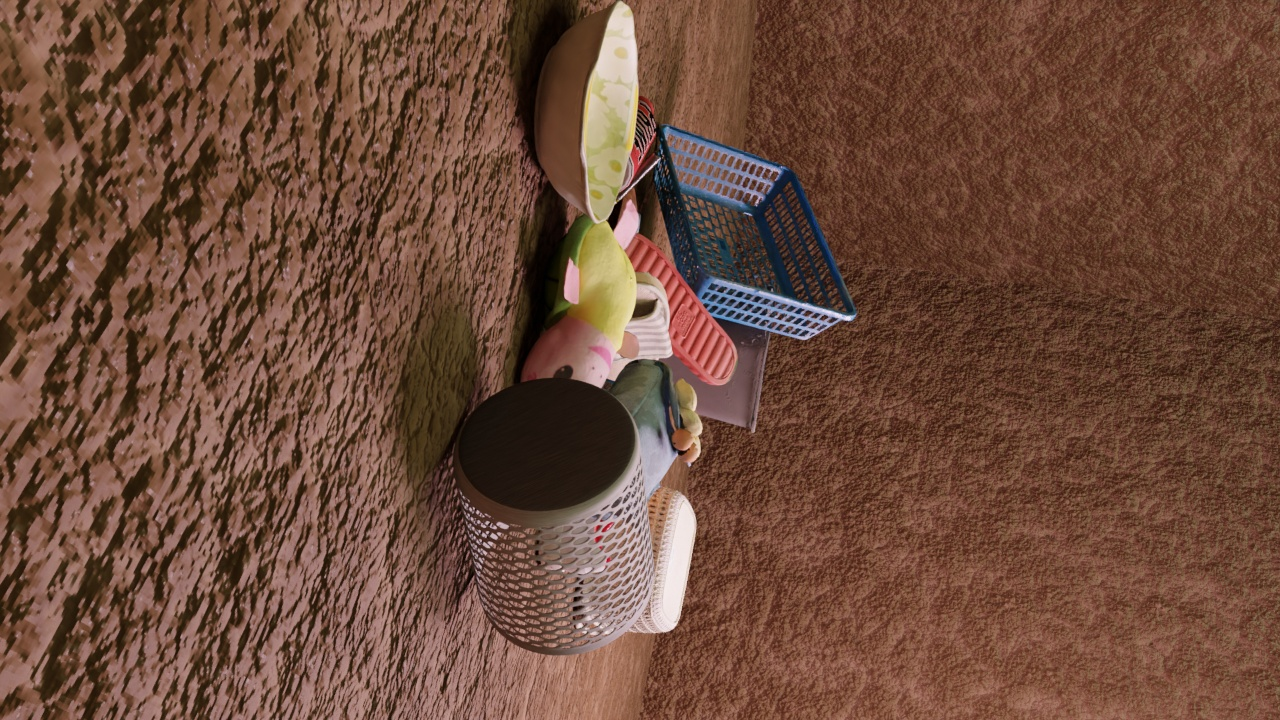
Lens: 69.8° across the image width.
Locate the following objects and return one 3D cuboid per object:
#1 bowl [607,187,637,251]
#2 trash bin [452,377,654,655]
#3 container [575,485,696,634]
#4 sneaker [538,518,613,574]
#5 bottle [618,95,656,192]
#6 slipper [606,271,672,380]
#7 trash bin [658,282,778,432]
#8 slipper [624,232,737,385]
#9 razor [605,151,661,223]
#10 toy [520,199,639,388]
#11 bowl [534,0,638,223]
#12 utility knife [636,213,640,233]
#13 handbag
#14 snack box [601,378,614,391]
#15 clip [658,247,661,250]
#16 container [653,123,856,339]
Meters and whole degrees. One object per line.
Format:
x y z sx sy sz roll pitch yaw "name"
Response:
-0.022 -0.160 1.091 0.102 0.026 0.114 128 -25 -66 "bowl"
-0.068 0.125 0.751 0.184 0.156 0.156 88 14 -44 "trash bin"
-0.005 0.306 1.433 0.185 0.143 0.251 60 38 -55 "container"
-0.045 0.140 1.101 0.090 0.104 0.236 83 18 -64 "sneaker"
-0.019 -0.243 0.995 0.176 0.062 0.062 -70 166 -53 "bottle"
-0.020 -0.018 1.111 0.273 0.114 0.054 90 -9 -62 "slipper"
0.090 -0.021 1.444 0.197 0.220 0.198 -68 165 -57 "trash bin"
0.029 -0.059 1.195 0.249 0.059 0.103 48 54 -21 "slipper"
-0.017 -0.190 1.014 0.106 0.026 0.042 -43 -178 19 "razor"
-0.050 -0.060 0.891 0.190 0.088 0.237 50 50 -65 "toy"
-0.050 -0.220 0.812 0.219 0.060 0.188 -51 150 -72 "bowl"
-0.016 -0.138 1.320 0.022 0.015 0.148 -66 167 -65 "utility knife"
0.004 0.080 0.934 0.191 0.119 0.122 -49 140 -61 "handbag"
-0.070 0.093 1.011 0.082 0.027 0.150 -15 -117 63 "snack box"
0.004 -0.057 1.289 0.164 0.031 0.172 78 25 -61 "clip"
0.147 -0.185 1.364 0.089 0.257 0.361 -57 -150 38 "container"
